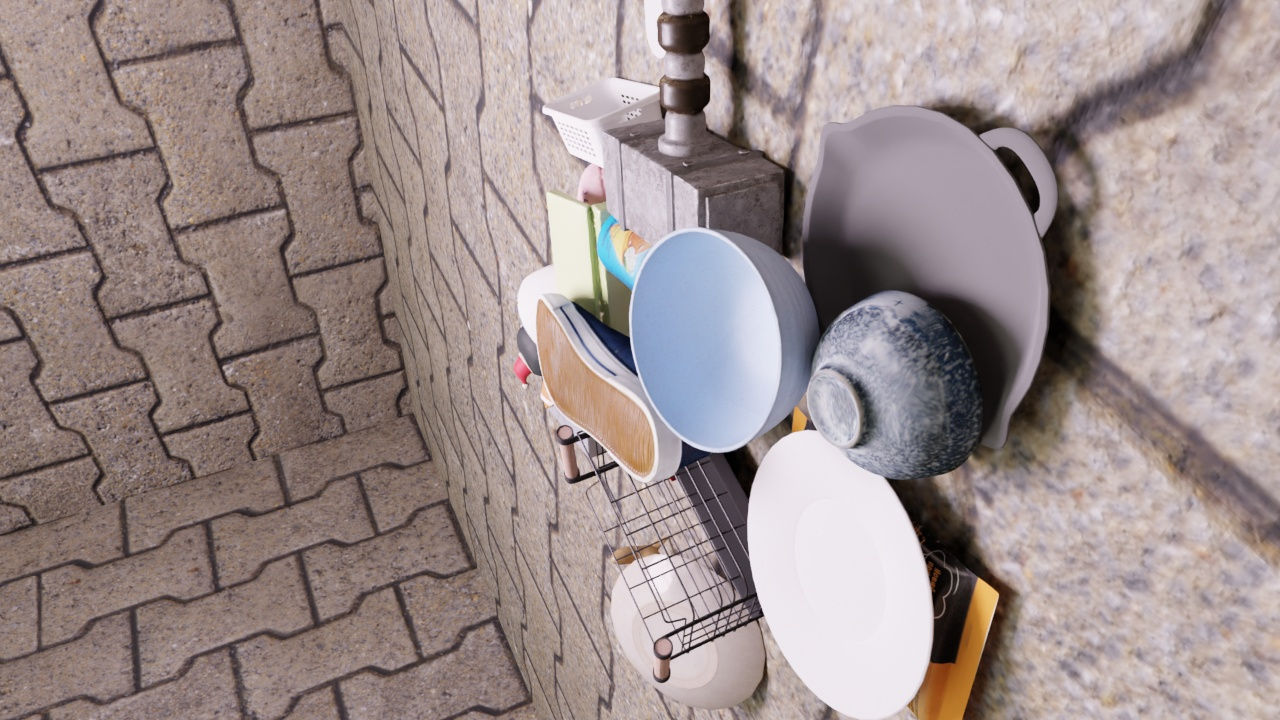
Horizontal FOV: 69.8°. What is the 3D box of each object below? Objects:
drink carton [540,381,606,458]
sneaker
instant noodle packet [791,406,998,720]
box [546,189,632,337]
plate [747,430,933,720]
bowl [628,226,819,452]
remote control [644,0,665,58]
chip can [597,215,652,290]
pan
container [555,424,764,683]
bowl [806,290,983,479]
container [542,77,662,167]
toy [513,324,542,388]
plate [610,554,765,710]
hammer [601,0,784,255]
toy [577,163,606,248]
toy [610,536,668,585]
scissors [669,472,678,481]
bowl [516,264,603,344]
[{"bbox_3d":[-0.070,0.064,1.184,0.125,0.076,0.049,44,146,46],"label":"drink carton"},{"bbox_3d":[-0.005,0.005,0.852,0.294,0.127,0.121,39,132,50],"label":"sneaker"},{"bbox_3d":[0.170,0.157,0.684,0.220,0.032,0.160,-132,34,-50],"label":"instant noodle packet"},{"bbox_3d":[-0.035,-0.075,0.925,0.064,0.130,0.188,-59,-28,-54],"label":"box"},{"bbox_3d":[0.142,0.154,0.672,0.209,0.015,0.209,25,118,60],"label":"plate"},{"bbox_3d":[0.066,-0.019,0.622,0.151,0.074,0.151,21,117,49],"label":"bowl"},{"bbox_3d":[0.015,-0.316,0.743,0.043,0.013,0.137,45,146,52],"label":"remote control"},{"bbox_3d":[0.040,-0.066,0.788,0.229,0.079,0.080,-135,34,-53],"label":"chip can"},{"bbox_3d":[0.144,-0.024,0.589,0.216,0.024,0.356,66,154,17],"label":"pan"},{"bbox_3d":[0.025,0.164,0.893,0.163,0.130,0.241,89,156,-59],"label":"container"},{"bbox_3d":[0.134,0.020,0.536,0.114,0.060,0.114,43,140,50],"label":"bowl"},{"bbox_3d":[-0.030,-0.220,0.852,0.129,0.080,0.049,39,153,57],"label":"container"},{"bbox_3d":[-0.107,-0.025,1.146,0.099,0.119,0.098,60,161,17],"label":"toy"},{"bbox_3d":[0.042,0.300,0.993,0.189,0.027,0.189,11,113,28],"label":"plate"},{"bbox_3d":[0.031,-0.233,0.673,0.177,0.079,0.327,-134,34,-52],"label":"hammer"},{"bbox_3d":[-0.040,-0.161,0.966,0.105,0.053,0.108,-114,14,-64],"label":"toy"},{"bbox_3d":[0.021,0.263,1.081,0.108,0.105,0.134,38,146,40],"label":"toy"},{"bbox_3d":[0.003,0.041,1.058,0.180,0.015,0.198,101,147,-54],"label":"scissors"},{"bbox_3d":[-0.078,-0.064,1.057,0.066,0.116,0.116,-30,75,39],"label":"bowl"}]
